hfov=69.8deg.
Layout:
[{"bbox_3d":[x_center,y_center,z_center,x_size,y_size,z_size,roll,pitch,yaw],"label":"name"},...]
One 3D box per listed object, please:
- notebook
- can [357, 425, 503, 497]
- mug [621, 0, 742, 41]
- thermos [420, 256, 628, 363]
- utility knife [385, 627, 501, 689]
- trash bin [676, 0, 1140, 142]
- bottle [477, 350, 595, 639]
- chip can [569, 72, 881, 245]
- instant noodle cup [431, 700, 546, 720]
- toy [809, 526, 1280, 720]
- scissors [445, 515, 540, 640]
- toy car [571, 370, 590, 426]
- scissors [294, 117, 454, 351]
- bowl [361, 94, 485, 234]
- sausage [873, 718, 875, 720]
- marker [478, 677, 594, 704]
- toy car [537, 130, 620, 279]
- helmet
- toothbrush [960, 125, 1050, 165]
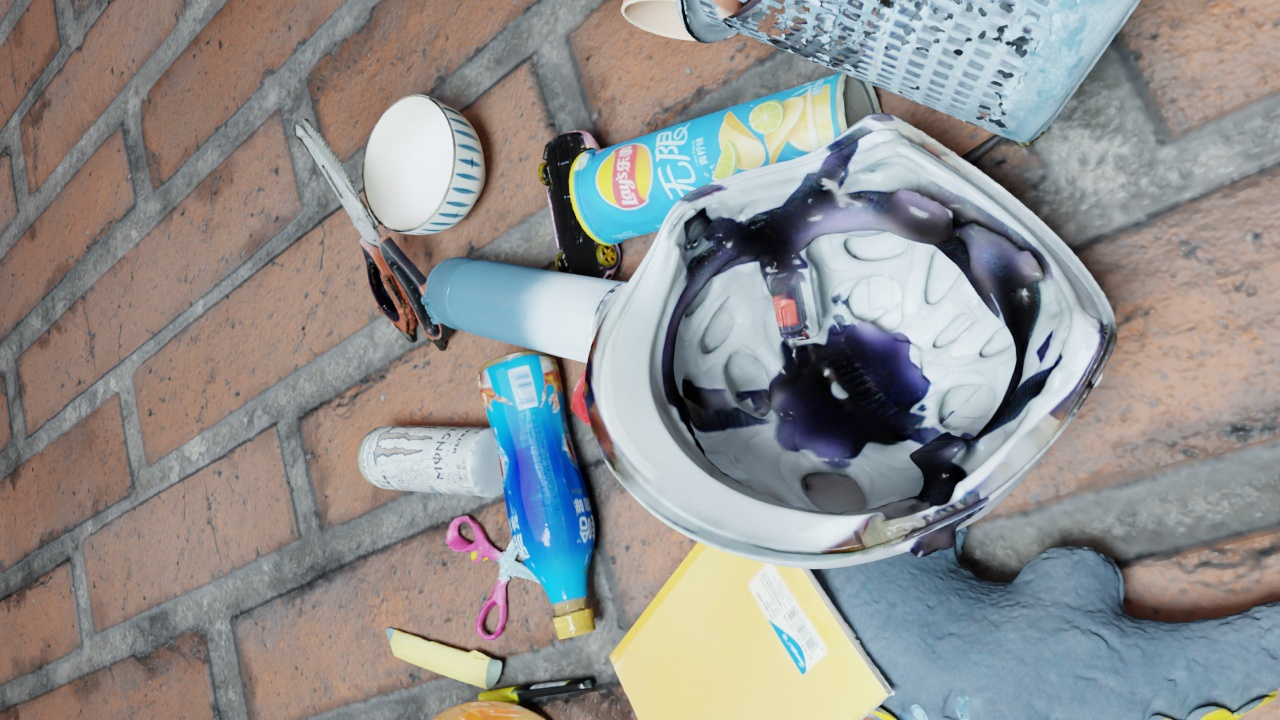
[{"bbox_3d":[0.053,0.194,0.570,0.145,0.010,0.207,58,133,33],"label":"notebook"},{"bbox_3d":[-0.176,0.085,0.791,0.147,0.058,0.058,-2,88,36],"label":"can"},{"bbox_3d":[0.047,-0.283,0.621,0.115,0.081,0.106,13,95,42],"label":"mug"},{"bbox_3d":[-0.087,-0.043,0.711,0.221,0.070,0.070,14,97,43],"label":"thermos"},{"bbox_3d":[-0.179,0.263,0.815,0.163,0.018,0.031,2,85,35],"label":"utility knife"},{"bbox_3d":[0.159,-0.221,0.466,0.195,0.226,0.227,36,110,12],"label":"trash bin"},{"bbox_3d":[-0.073,0.103,0.712,0.065,0.065,0.218,-22,77,34],"label":"bottle"},{"bbox_3d":[0.053,-0.133,0.621,0.211,0.071,0.071,-9,83,36],"label":"chip can"},{"bbox_3d":[-0.123,0.356,0.697,0.151,0.151,0.112,46,122,28],"label":"instant noodle cup"},{"bbox_3d":[0.178,0.147,0.511,0.357,0.091,0.138,12,85,34],"label":"toy"},{"bbox_3d":[-0.117,0.178,0.773,0.133,0.017,0.135,13,93,32],"label":"scissors"},{"bbox_3d":[-0.009,0.045,0.688,0.106,0.031,0.049,40,112,28],"label":"toy car"},{"bbox_3d":[-0.237,-0.103,0.795,0.206,0.015,0.194,40,145,8],"label":"scissors"},{"bbox_3d":[-0.178,-0.164,0.795,0.117,0.066,0.116,-1,88,35],"label":"bowl"},{"bbox_3d":[0.167,0.288,0.556,0.022,0.021,0.165,-17,78,35],"label":"sausage"},{"bbox_3d":[-0.086,0.270,0.745,0.124,0.018,0.015,-21,78,33],"label":"marker"},{"bbox_3d":[-0.045,-0.117,0.715,0.056,0.037,0.122,-4,99,42],"label":"toy car"},{"bbox_3d":[0.106,0.009,0.509,0.258,0.146,0.229,-37,62,-6],"label":"helmet"},{"bbox_3d":[0.155,-0.086,0.573,0.213,0.026,0.027,-37,91,29],"label":"toothbrush"}]
